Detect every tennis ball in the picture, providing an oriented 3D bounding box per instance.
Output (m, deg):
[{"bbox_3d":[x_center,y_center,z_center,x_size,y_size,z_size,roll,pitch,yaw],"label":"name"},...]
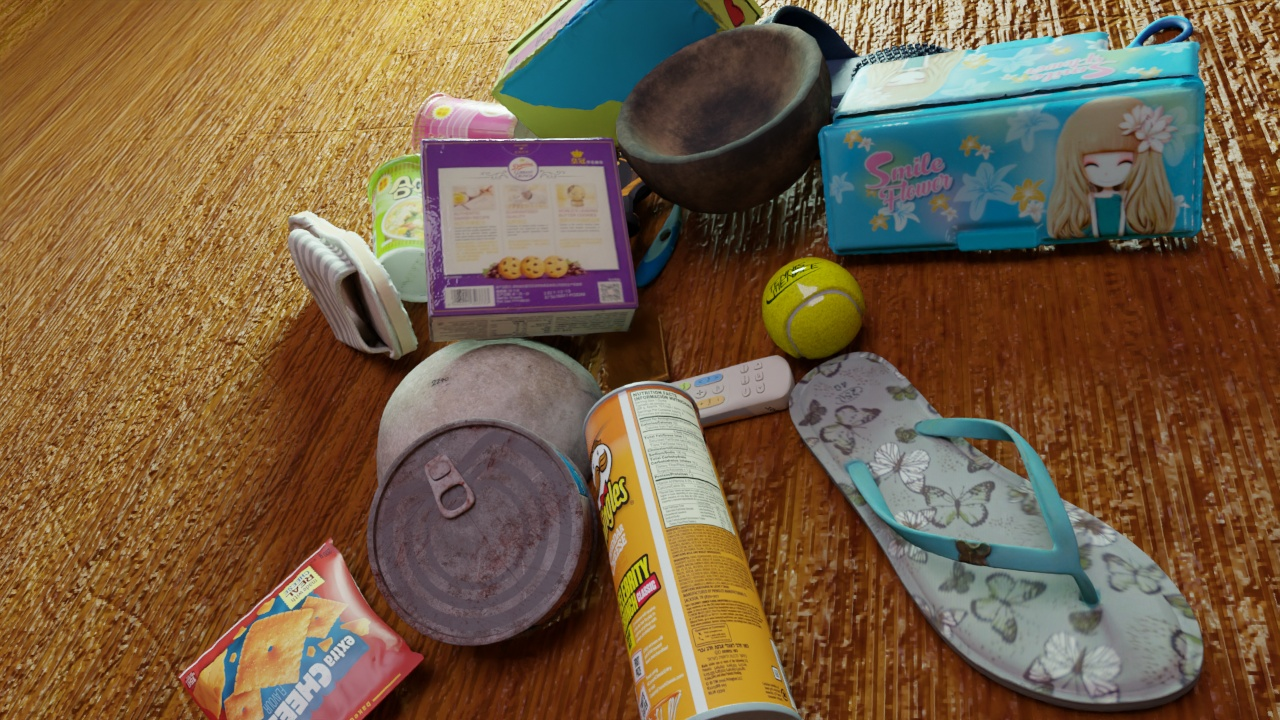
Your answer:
[{"bbox_3d":[0.112,-0.034,0.597,0.065,0.065,0.065,-16,44,15],"label":"tennis ball"}]

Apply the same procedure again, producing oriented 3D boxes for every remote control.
[{"bbox_3d":[0.041,0.027,0.614,0.126,0.018,0.038,-15,43,17],"label":"remote control"}]

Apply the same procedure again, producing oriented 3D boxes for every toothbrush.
[{"bbox_3d":[0.024,-0.108,0.758,0.022,0.017,0.135,4,54,31],"label":"toothbrush"}]

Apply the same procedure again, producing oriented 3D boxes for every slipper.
[{"bbox_3d":[0.158,0.071,0.481,0.098,0.055,0.268,-37,41,-4],"label":"slipper"},{"bbox_3d":[0.138,-0.254,0.785,0.264,0.082,0.101,10,57,35],"label":"slipper"},{"bbox_3d":[-0.268,-0.070,0.812,0.054,0.114,0.273,-31,32,-20],"label":"slipper"}]

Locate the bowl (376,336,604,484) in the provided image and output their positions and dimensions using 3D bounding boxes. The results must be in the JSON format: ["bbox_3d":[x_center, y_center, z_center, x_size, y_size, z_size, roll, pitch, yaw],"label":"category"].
[{"bbox_3d":[-0.117,0.041,0.643,0.179,0.081,0.178,-14,44,14],"label":"bowl"}]

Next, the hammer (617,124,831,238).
[{"bbox_3d":[0.126,-0.172,0.735,0.321,0.036,0.123,-9,49,19],"label":"hammer"}]

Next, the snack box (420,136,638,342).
[{"bbox_3d":[-0.083,-0.090,0.658,0.143,0.041,0.147,-3,66,-11],"label":"snack box"}]

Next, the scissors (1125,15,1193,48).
[{"bbox_3d":[0.350,-0.227,0.693,0.139,0.011,0.134,-31,39,-3],"label":"scissors"}]

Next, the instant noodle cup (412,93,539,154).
[{"bbox_3d":[-0.151,-0.214,0.904,0.109,0.098,0.097,7,53,25],"label":"instant noodle cup"}]

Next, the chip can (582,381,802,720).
[{"bbox_3d":[0.020,0.110,0.501,0.075,0.075,0.214,-23,42,7],"label":"chip can"}]

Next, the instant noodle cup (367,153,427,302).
[{"bbox_3d":[-0.203,-0.115,0.837,0.099,0.099,0.107,-16,52,14],"label":"instant noodle cup"}]

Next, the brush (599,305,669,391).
[{"bbox_3d":[-0.003,0.004,0.642,0.048,0.017,0.126,-21,31,10],"label":"brush"}]

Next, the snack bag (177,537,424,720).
[{"bbox_3d":[-0.216,0.195,0.577,0.130,0.039,0.144,-44,44,-15],"label":"snack bag"}]

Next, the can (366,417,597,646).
[{"bbox_3d":[-0.093,0.102,0.549,0.130,0.044,0.129,-2,77,9],"label":"can"}]

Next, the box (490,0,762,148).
[{"bbox_3d":[-0.015,-0.275,0.811,0.222,0.124,0.082,-27,37,40],"label":"box"}]

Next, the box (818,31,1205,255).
[{"bbox_3d":[0.237,-0.154,0.602,0.228,0.086,0.169,1,76,30],"label":"box"}]

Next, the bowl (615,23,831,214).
[{"bbox_3d":[0.068,-0.176,0.695,0.162,0.070,0.162,-16,45,17],"label":"bowl"}]
